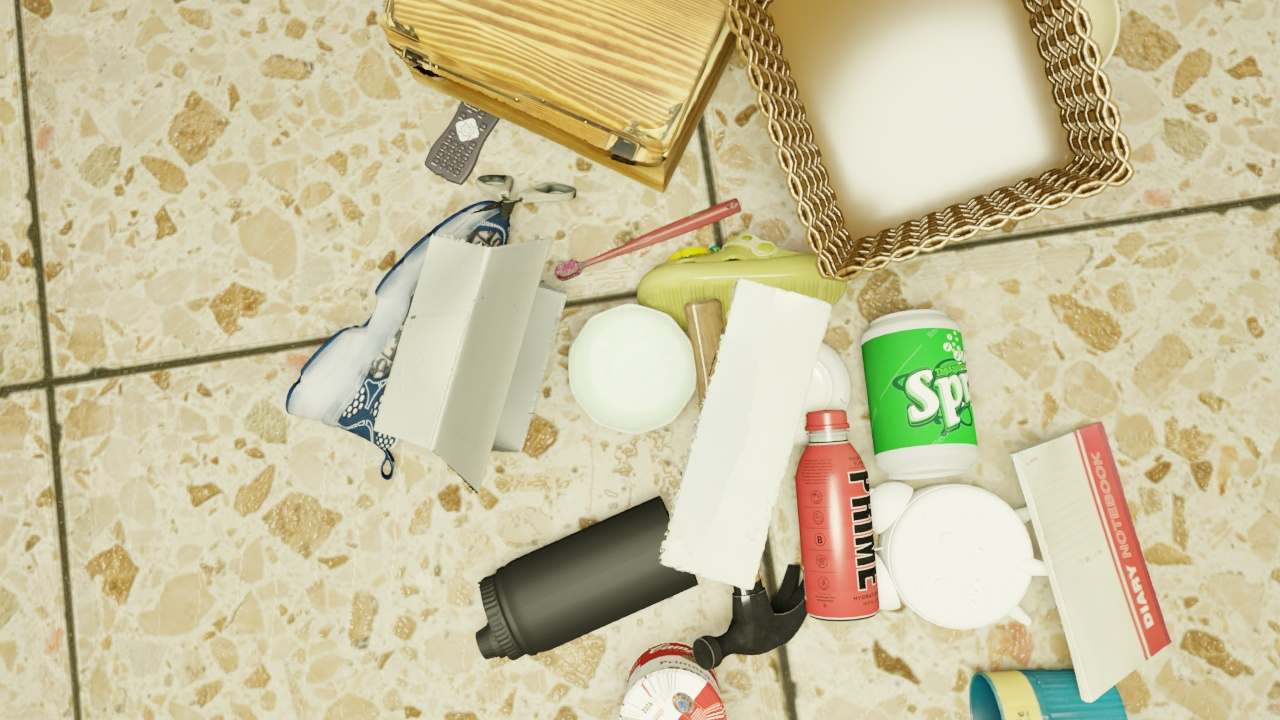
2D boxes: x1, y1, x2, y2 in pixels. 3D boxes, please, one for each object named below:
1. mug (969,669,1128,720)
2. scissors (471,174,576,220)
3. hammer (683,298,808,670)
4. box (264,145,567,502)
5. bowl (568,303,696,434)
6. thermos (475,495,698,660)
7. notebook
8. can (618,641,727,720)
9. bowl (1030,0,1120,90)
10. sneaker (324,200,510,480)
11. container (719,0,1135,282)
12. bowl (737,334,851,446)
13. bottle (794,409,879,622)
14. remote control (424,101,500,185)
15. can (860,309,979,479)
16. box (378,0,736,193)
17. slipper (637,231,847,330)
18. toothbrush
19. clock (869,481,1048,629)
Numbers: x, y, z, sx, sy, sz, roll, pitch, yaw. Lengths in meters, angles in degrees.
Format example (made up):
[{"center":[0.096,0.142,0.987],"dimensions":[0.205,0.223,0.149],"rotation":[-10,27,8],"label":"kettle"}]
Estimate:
[{"center":[0.353,0.325,0.801],"dimensions":[0.107,0.083,0.114],"rotation":[-4,107,-2],"label":"mug"},{"center":[-0.108,-0.148,0.830],"dimensions":[0.154,0.163,0.013],"rotation":[-5,114,-30],"label":"scissors"},{"center":[0.082,0.098,0.799],"dimensions":[0.132,0.040,0.305],"rotation":[-9,90,-37],"label":"hammer"},{"center":[-0.130,-0.010,0.635],"dimensions":[0.119,0.479,0.166],"rotation":[16,88,-2],"label":"box"},{"center":[-0.005,0.005,0.842],"dimensions":[0.117,0.061,0.117],"rotation":[1,97,6],"label":"bowl"},{"center":[-0.056,0.200,0.818],"dimensions":[0.198,0.086,0.086],"rotation":[-24,84,0],"label":"thermos"},{"center":[0.395,0.167,0.799],"dimensions":[0.152,0.012,0.208],"rotation":[-11,83,-37],"label":"notebook"},{"center":[0.028,0.298,0.790],"dimensions":[0.086,0.116,0.086],"rotation":[0,84,2],"label":"can"},{"center":[0.354,-0.302,0.856],"dimensions":[0.151,0.075,0.150],"rotation":[0,85,3],"label":"bowl"},{"center":[-0.194,-0.022,0.851],"dimensions":[0.132,0.103,0.269],"rotation":[41,88,-10],"label":"sneaker"},{"center":[0.219,-0.227,0.731],"dimensions":[0.220,0.213,0.251],"rotation":[-19,97,21],"label":"container"},{"center":[0.143,0.027,0.844],"dimensions":[0.105,0.054,0.105],"rotation":[0,86,2],"label":"bowl"},{"center":[0.167,0.130,0.792],"dimensions":[0.062,0.062,0.176],"rotation":[-4,87,2],"label":"bottle"},{"center":[-0.165,-0.234,0.901],"dimensions":[0.046,0.009,0.124],"rotation":[29,86,4],"label":"remote control"},{"center":[0.246,0.032,0.814],"dimensions":[0.088,0.088,0.139],"rotation":[-4,76,2],"label":"can"},{"center":[-0.057,-0.321,0.829],"dimensions":[0.279,0.168,0.245],"rotation":[25,86,2],"label":"box"},{"center":[0.091,-0.082,0.838],"dimensions":[0.191,0.092,0.081],"rotation":[-4,65,10],"label":"slipper"},{"center":[0.007,-0.117,0.880],"dimensions":[0.190,0.016,0.016],"rotation":[-21,83,0],"label":"toothbrush"},{"center":[0.278,0.172,0.815],"dimensions":[0.161,0.073,0.125],"rotation":[8,85,3],"label":"clock"}]
